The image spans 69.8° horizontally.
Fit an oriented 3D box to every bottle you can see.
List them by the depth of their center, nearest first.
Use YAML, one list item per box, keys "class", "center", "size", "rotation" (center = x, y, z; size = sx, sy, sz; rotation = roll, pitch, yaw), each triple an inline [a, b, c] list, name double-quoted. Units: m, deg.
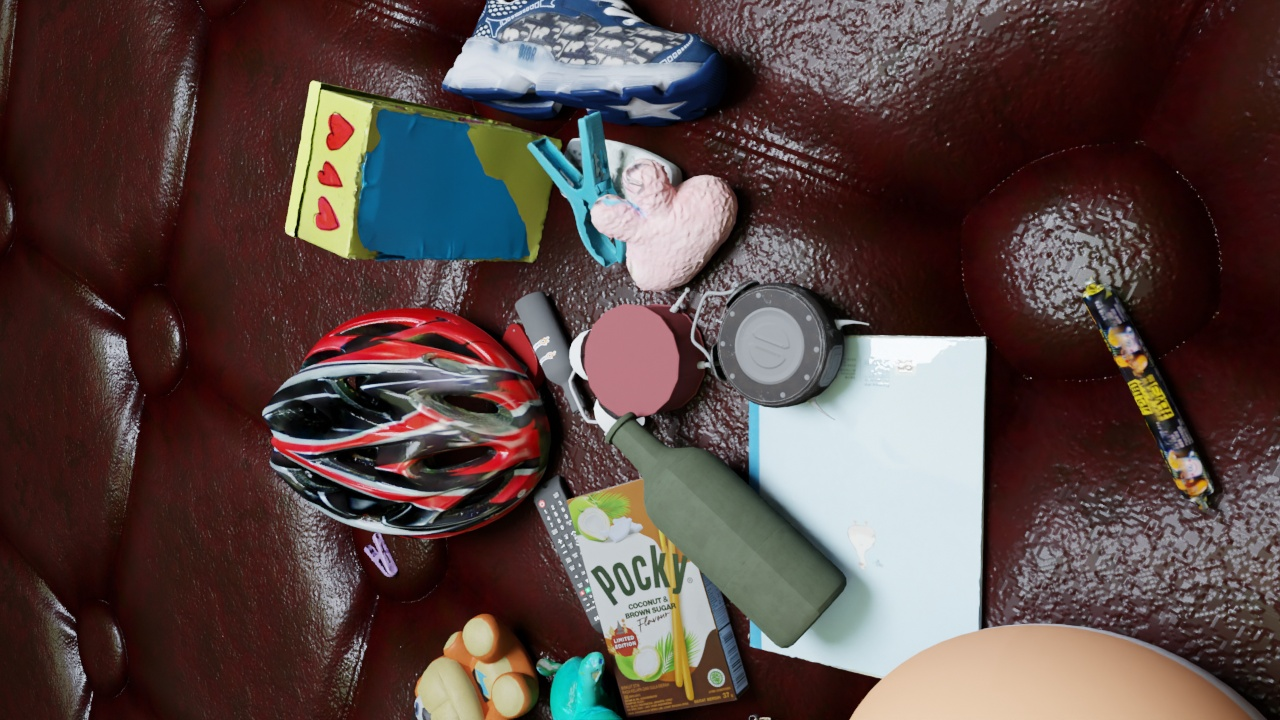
- class: "bottle"
  center: [0.055, 0.118, 0.690]
  size: [0.207, 0.071, 0.072]
  rotation: [43, 115, 18]
- class: "bottle"
  center: [-0.076, -0.005, 0.816]
  size: [0.030, 0.030, 0.113]
  rotation: [-33, 76, 31]

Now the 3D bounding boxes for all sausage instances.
- class: "sausage"
  center: [0.311, 0.018, 0.562]
  size: [0.020, 0.020, 0.155]
  rotation: [-28, 78, 32]

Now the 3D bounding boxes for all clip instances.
- class: "clip"
  center: [-0.033, -0.136, 0.736]
  size: [0.103, 0.027, 0.120]
  rotation: [-4, 114, 49]
- class: "clip"
  center: [-0.281, 0.211, 0.985]
  size: [0.045, 0.014, 0.051]
  rotation: [-23, 79, 33]

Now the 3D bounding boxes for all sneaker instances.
- class: "sneaker"
  center: [-0.045, -0.266, 0.740]
  size: [0.270, 0.103, 0.132]
  rotation: [15, 96, 36]

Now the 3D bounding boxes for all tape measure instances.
- class: "tape measure"
  center: [-0.110, 0.000, 0.845]
  size: [0.051, 0.019, 0.059]
  rotation: [37, 114, 26]

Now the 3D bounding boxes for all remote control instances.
- class: "remote control"
  center: [-0.017, -0.150, 0.765]
  size: [0.114, 0.028, 0.060]
  rotation: [23, 106, 31]
- class: "remote control"
  center: [-0.055, 0.174, 0.824]
  size: [0.033, 0.015, 0.146]
  rotation: [-34, 75, 26]

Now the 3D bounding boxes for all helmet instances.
- class: "helmet"
  center: [-0.215, 0.065, 0.849]
  size: [0.272, 0.166, 0.217]
  rotation: [4, 108, 24]

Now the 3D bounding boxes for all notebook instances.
- class: "notebook"
  center: [0.160, 0.107, 0.678]
  size: [0.181, 0.009, 0.253]
  rotation: [3, 96, 34]

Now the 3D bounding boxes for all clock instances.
- class: "clock"
  center: [0.099, -0.013, 0.676]
  size: [0.123, 0.043, 0.091]
  rotation: [25, 106, 31]
- class: "clock"
  center: [-0.005, 0.004, 0.757]
  size: [0.138, 0.048, 0.096]
  rotation: [-33, 76, 32]

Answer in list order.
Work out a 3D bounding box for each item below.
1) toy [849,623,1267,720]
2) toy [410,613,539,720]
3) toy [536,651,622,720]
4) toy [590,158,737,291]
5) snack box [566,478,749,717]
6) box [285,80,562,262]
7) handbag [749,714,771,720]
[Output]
- class: "toy"
  center: [0.223, 0.278, 0.492]
  size: [0.263, 0.280, 0.265]
  rotation: [-13, 67, 34]
- class: "toy"
  center: [-0.160, 0.320, 0.869]
  size: [0.112, 0.096, 0.177]
  rotation: [55, 134, 25]
- class: "toy"
  center: [-0.044, 0.306, 0.770]
  size: [0.193, 0.072, 0.130]
  rotation: [-179, 75, -70]
- class: "toy"
  center: [0.017, -0.107, 0.708]
  size: [0.109, 0.105, 0.053]
  rotation: [-43, 36, 25]
- class: "snack box"
  center: [0.013, 0.192, 0.762]
  size: [0.101, 0.031, 0.186]
  rotation: [-19, 83, 25]
- class: "box"
  center: [-0.171, -0.147, 0.755]
  size: [0.080, 0.220, 0.124]
  rotation: [23, 109, 31]
- class: "handbag"
  center: [0.127, 0.320, 0.700]
  size: [0.129, 0.054, 0.079]
  rotation: [3, 85, 37]
